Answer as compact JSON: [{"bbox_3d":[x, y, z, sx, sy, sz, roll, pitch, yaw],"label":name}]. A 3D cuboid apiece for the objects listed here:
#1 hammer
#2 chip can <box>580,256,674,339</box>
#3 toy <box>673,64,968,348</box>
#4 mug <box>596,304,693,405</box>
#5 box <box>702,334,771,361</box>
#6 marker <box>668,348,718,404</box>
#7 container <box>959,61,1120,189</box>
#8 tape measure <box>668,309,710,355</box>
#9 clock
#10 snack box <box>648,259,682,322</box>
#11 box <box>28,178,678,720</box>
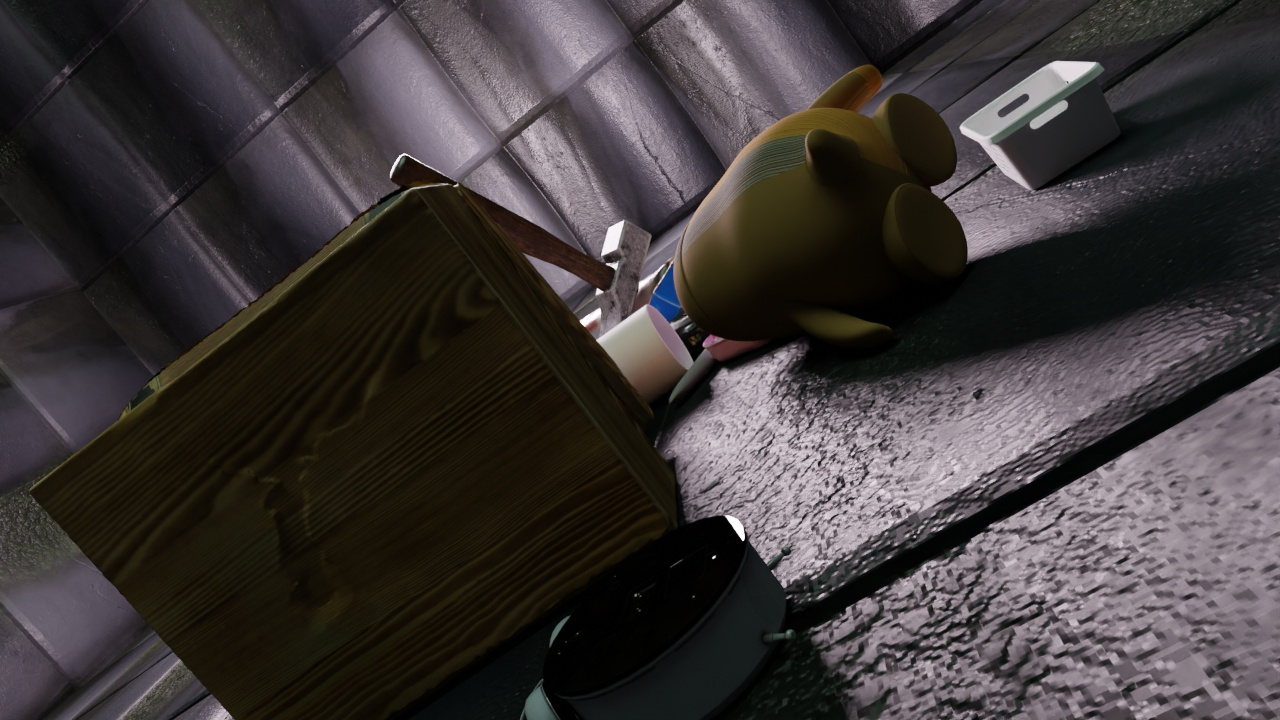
[{"bbox_3d":[-0.135,-0.100,0.968,0.037,0.300,0.217,-14,56,54],"label":"hammer"},{"bbox_3d":[-0.019,-0.044,1.120,0.230,0.080,0.079,-30,11,40],"label":"chip can"},{"bbox_3d":[0.108,-0.078,0.627,0.204,0.162,0.198,-30,51,51],"label":"toy"},{"bbox_3d":[-0.005,0.005,0.827,0.091,0.074,0.110,-35,-4,13],"label":"mug"},{"bbox_3d":[0.112,-0.094,0.791,0.088,0.095,0.201,-23,16,49],"label":"box"},{"bbox_3d":[0.058,0.000,0.783,0.138,0.016,0.022,-47,-18,-44],"label":"marker"},{"bbox_3d":[0.278,-0.163,0.638,0.081,0.049,0.129,-34,9,19],"label":"container"},{"bbox_3d":[0.060,-0.036,0.870,0.072,0.042,0.072,-38,5,-25],"label":"tape measure"},{"bbox_3d":[0.001,0.110,0.355,0.123,0.035,0.094,-35,9,16],"label":"clock"},{"bbox_3d":[0.045,-0.084,0.969,0.150,0.034,0.087,-60,-4,-38],"label":"snack box"},{"bbox_3d":[-0.163,0.049,0.583,0.279,0.257,0.215,-35,11,10],"label":"box"}]
